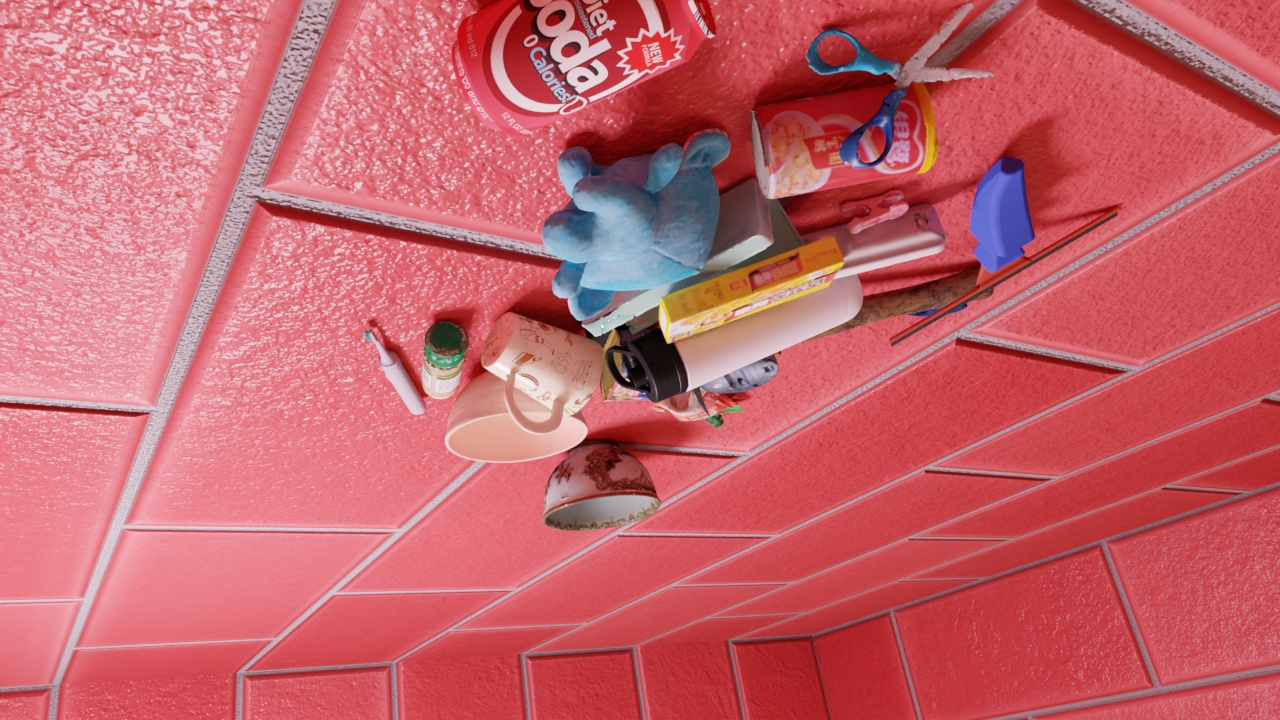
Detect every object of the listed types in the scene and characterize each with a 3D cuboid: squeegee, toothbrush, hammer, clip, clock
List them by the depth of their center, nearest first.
[{"bbox_3d":[0.203,-0.126,0.794,0.060,0.043,0.023,2,159,7],"label":"clip"},{"bbox_3d":[0.322,-0.123,0.819,0.249,0.055,0.185,-30,153,3],"label":"squeegee"},{"bbox_3d":[0.201,-0.036,0.935,0.330,0.033,0.120,-13,113,-5],"label":"hammer"},{"bbox_3d":[-0.250,0.012,0.939,0.019,0.018,0.188,-7,155,-2],"label":"toothbrush"},{"bbox_3d":[0.299,-0.055,0.997,0.132,0.016,0.021,-2,156,-15],"label":"toothbrush"},{"bbox_3d":[0.089,0.001,0.999,0.125,0.051,0.089,-15,156,13],"label":"clock"}]

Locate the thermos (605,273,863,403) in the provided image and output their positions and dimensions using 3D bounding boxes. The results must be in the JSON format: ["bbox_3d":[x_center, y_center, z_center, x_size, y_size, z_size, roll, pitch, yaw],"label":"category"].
[{"bbox_3d":[0.087,-0.032,0.859,0.229,0.068,0.101,-24,-164,-14],"label":"thermos"}]

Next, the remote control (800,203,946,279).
[{"bbox_3d":[0.201,-0.105,0.817,0.133,0.050,0.022,-14,151,8],"label":"remote control"}]

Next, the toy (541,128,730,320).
[{"bbox_3d":[-0.019,-0.107,0.672,0.184,0.115,0.180,-48,159,21],"label":"toy"}]

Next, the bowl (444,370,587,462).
[{"bbox_3d":[-0.136,0.051,0.995,0.153,0.076,0.153,-7,155,-3],"label":"bowl"}]

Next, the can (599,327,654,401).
[{"bbox_3d":[-0.006,0.005,0.938,0.059,0.054,0.100,-1,154,-16],"label":"can"}]

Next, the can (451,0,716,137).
[{"bbox_3d":[-0.034,-0.187,0.529,0.143,0.074,0.074,-19,154,19],"label":"can"}]

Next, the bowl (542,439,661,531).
[{"bbox_3d":[-0.058,0.163,1.238,0.160,0.093,0.160,-8,155,-4],"label":"bowl"}]

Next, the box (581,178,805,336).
[{"bbox_3d":[0.047,-0.073,0.795,0.189,0.077,0.091,-26,138,29],"label":"box"}]

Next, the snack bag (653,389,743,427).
[{"bbox_3d":[0.076,0.063,1.147,0.087,0.044,0.155,-13,160,19],"label":"snack bag"}]

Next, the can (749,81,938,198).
[{"bbox_3d":[0.144,-0.159,0.662,0.124,0.066,0.067,-10,155,1],"label":"can"}]

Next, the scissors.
[{"bbox_3d":[0.175,-0.181,0.617,0.130,0.117,0.014,-3,-167,-4],"label":"scissors"}]

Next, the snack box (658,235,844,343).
[{"bbox_3d":[0.090,-0.058,0.766,0.152,0.025,0.075,-20,169,-3],"label":"snack box"}]

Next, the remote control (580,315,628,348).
[{"bbox_3d":[-0.026,-0.027,0.943,0.058,0.013,0.133,-10,155,1],"label":"remote control"}]

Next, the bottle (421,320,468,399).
[{"bbox_3d":[-0.196,0.003,0.911,0.042,0.042,0.110,-2,155,-16],"label":"bottle"}]

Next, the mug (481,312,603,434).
[{"bbox_3d":[-0.100,0.016,0.881,0.097,0.121,0.081,27,142,-29],"label":"mug"}]
